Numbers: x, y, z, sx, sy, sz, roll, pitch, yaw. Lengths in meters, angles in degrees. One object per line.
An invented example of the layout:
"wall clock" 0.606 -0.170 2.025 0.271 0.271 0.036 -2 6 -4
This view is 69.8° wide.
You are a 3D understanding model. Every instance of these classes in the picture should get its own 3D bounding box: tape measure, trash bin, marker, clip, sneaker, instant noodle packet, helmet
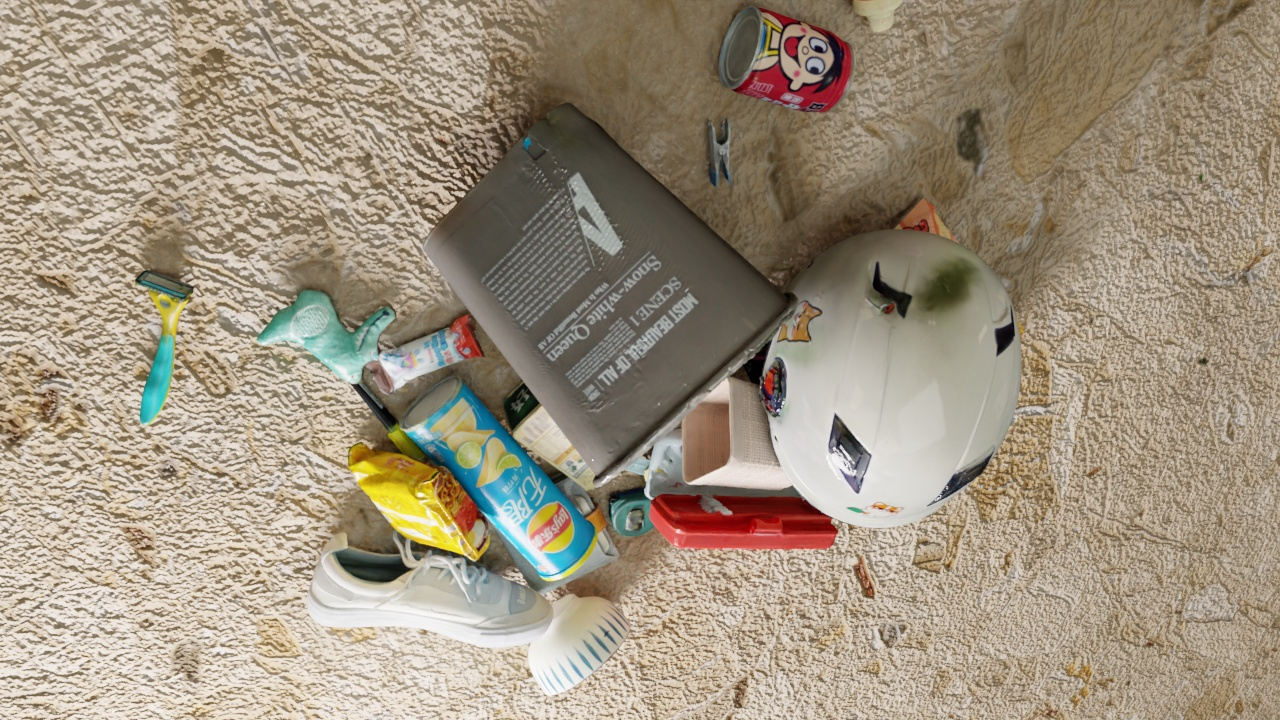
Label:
"tape measure" 0.128 -0.003 0.897 0.058 0.057 0.039 -19 123 3
"trash bin" -0.025 -0.057 0.700 0.199 0.198 0.220 -43 91 9
"marker" -0.236 0.049 0.832 0.015 0.018 0.124 -33 124 -4
"clip" 0.069 -0.180 0.792 0.037 0.026 0.058 -9 119 -5
"sneaker" -0.200 0.219 0.911 0.242 0.089 0.091 11 111 -17
"instant noodle packet" -0.202 0.127 0.837 0.044 0.129 0.111 -49 132 -35
"helmet" 0.232 0.008 0.797 0.230 0.157 0.273 12 79 -4
"tape measure" -0.005 0.161 0.972 0.058 0.025 0.055 -7 121 -14

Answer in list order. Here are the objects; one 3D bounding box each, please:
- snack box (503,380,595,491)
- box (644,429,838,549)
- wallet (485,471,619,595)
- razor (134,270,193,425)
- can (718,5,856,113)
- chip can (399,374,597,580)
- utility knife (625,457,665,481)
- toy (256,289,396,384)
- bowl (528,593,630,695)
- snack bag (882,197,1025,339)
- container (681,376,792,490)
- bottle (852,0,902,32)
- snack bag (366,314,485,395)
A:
"snack box" -0.005 0.005 0.855 0.240 0.063 0.114 -44 123 10
"box" 0.112 0.132 0.942 0.200 0.094 0.100 5 106 -26
"wallet" -0.087 0.181 0.950 0.106 0.037 0.130 -24 125 -2
"razor" -0.389 -0.006 0.742 0.043 0.028 0.133 19 111 -2
"can" 0.119 -0.241 0.745 0.093 0.066 0.067 9 116 -23
"chip can" -0.128 0.111 0.852 0.071 0.071 0.210 -35 114 4
"utility knife" 0.055 0.130 0.976 0.182 0.019 0.031 19 107 -34
"toy" -0.257 -0.023 0.773 0.096 0.030 0.092 -45 118 -5
"bowl" -0.075 0.295 0.986 0.116 0.116 0.066 -37 93 5
"snack bag" 0.296 -0.052 0.928 0.129 0.073 0.208 -45 116 11
"container" 0.110 0.076 0.891 0.110 0.089 0.090 12 155 -25
"bottle" 0.179 -0.328 0.719 0.067 0.066 0.149 -27 132 -1
"snack bag" -0.188 -0.006 0.809 0.105 0.026 0.045 -21 120 -1
